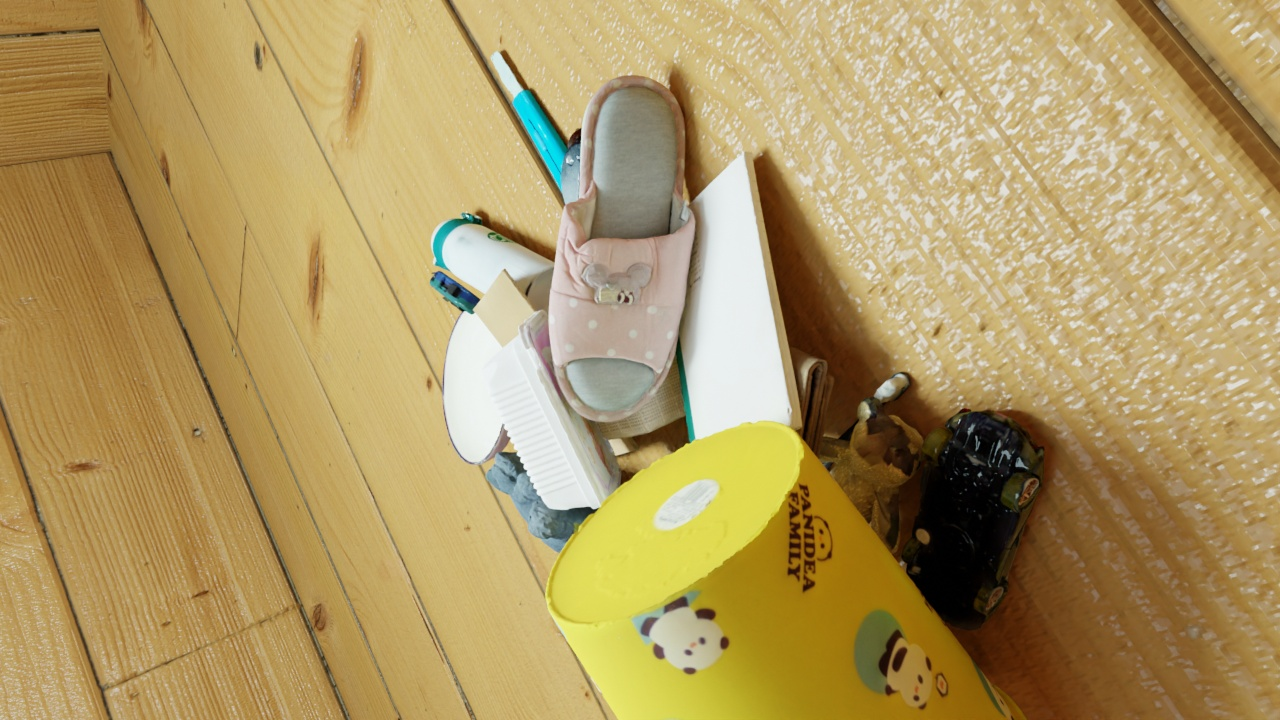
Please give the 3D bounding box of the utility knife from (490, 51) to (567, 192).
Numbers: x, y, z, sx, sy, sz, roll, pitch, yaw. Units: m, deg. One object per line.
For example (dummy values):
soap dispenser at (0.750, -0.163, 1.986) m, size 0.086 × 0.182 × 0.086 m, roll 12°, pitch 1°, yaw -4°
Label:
utility knife at (-0.100, -0.228, 0.893) m, size 0.202 × 0.018 × 0.034 m, roll 60°, pitch 145°, yaw 19°

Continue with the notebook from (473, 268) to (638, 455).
notebook at (-0.090, 0.014, 0.927) m, size 0.211 × 0.012 × 0.150 m, roll 54°, pitch 157°, yaw -3°

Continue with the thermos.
thermos at (-0.152, -0.103, 0.988) m, size 0.224 × 0.073 × 0.073 m, roll 30°, pitch 129°, yaw 45°

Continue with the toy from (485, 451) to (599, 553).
toy at (-0.089, 0.149, 0.961) m, size 0.091 × 0.137 × 0.357 m, roll -71°, pitch 18°, yaw -4°

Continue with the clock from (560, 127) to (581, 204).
clock at (-0.033, -0.157, 0.799) m, size 0.122 × 0.055 × 0.082 m, roll 35°, pitch 133°, yaw 42°

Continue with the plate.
plate at (-0.180, 0.026, 1.080) m, size 0.193 × 0.039 × 0.192 m, roll -7°, pitch 81°, yaw 56°

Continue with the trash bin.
trash bin at (0.086, 0.193, 0.581) m, size 0.255 × 0.229 × 0.230 m, roll 55°, pitch 149°, yaw -14°

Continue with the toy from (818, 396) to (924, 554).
toy at (0.158, 0.097, 0.657) m, size 0.158 × 0.066 × 0.105 m, roll 100°, pitch 153°, yaw -47°

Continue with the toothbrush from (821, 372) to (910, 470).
toothbrush at (0.148, 0.065, 0.689) m, size 0.015 × 0.018 × 0.182 m, roll 53°, pitch 144°, yaw 20°

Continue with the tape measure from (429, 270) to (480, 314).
tape measure at (-0.209, -0.074, 1.044) m, size 0.054 × 0.025 × 0.058 m, roll 34°, pitch 176°, yaw 23°

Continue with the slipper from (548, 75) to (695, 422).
slipper at (-0.011, -0.086, 0.721) m, size 0.054 × 0.114 × 0.274 m, roll -162°, pitch 78°, yaw -72°

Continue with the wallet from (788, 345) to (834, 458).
wallet at (0.099, 0.028, 0.682) m, size 0.115 × 0.033 × 0.090 m, roll -146°, pitch 62°, yaw -67°

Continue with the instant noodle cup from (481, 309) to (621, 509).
instant noodle cup at (-0.078, 0.050, 0.796) m, size 0.173 × 0.060 × 0.138 m, roll 64°, pitch -174°, yaw -9°

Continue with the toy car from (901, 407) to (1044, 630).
toy car at (0.212, 0.104, 0.592) m, size 0.070 × 0.042 × 0.158 m, roll 35°, pitch 131°, yaw 42°

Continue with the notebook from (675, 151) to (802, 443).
notebook at (0.061, -0.031, 0.706) m, size 0.151 × 0.012 × 0.209 m, roll 144°, pitch 121°, yaw -61°

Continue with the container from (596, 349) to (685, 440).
container at (-0.005, 0.005, 0.811) m, size 0.090 × 0.089 × 0.111 m, roll -18°, pitch 93°, yaw 56°
